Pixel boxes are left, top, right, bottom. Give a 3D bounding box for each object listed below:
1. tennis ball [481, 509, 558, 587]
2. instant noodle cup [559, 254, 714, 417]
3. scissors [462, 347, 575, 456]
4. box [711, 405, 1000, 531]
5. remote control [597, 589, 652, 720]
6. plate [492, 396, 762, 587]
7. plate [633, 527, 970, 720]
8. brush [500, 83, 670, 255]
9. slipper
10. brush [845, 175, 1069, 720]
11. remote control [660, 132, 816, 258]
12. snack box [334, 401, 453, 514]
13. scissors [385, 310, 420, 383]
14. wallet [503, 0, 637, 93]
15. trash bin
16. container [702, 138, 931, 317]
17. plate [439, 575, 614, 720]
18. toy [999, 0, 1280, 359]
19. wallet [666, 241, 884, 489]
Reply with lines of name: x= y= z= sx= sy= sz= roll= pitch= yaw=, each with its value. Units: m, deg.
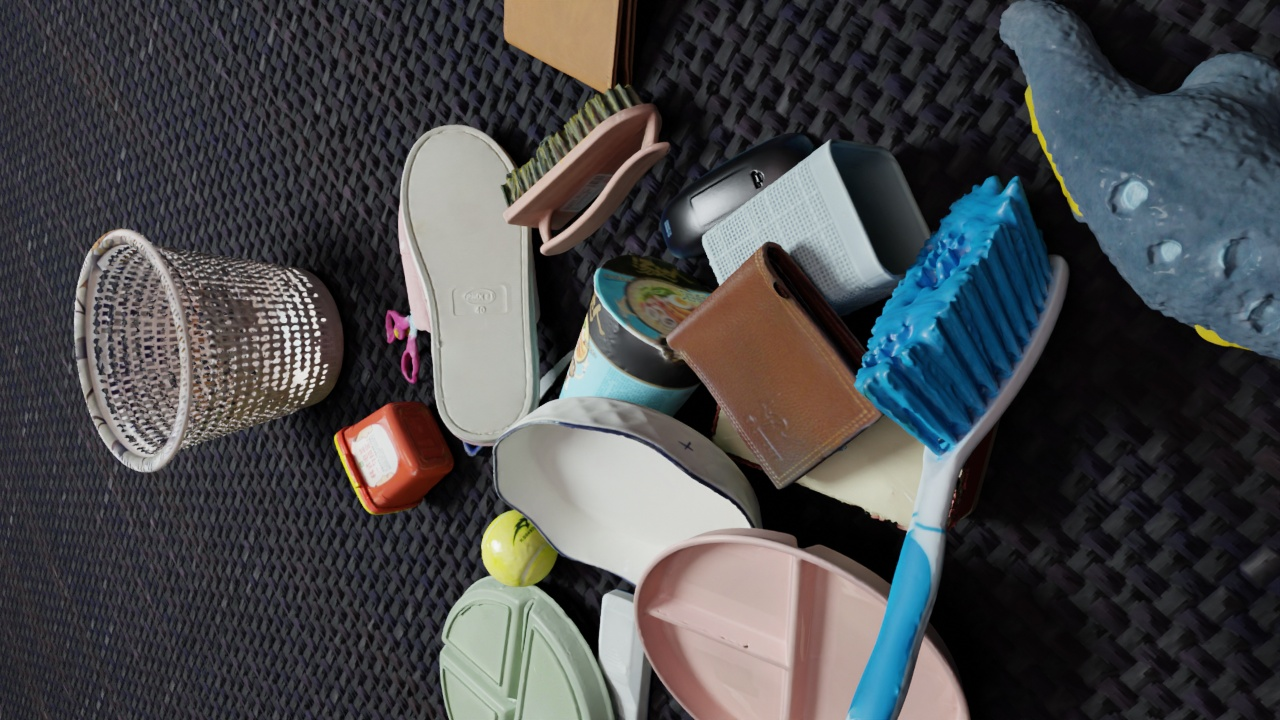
tennis ball: x=-0.102 y=0.159 z=0.780 sx=0.066 sy=0.065 sz=0.065 roll=5 pitch=98 yaw=37
instant noodle cup: x=-0.004 y=0.004 z=0.666 sx=0.111 sy=0.111 sz=0.121 roll=47 pitch=128 yaw=24
scissors: x=-0.102 y=0.048 z=0.801 sx=0.163 sy=0.012 sz=0.175 roll=-20 pitch=83 yaw=38
box: x=0.128 y=0.045 z=0.583 sx=0.168 sy=0.076 sz=0.091 roll=19 pitch=107 yaw=35
remote control: x=-0.015 y=0.252 z=0.750 sx=0.049 sy=0.024 sz=0.125 roll=12 pitch=104 yaw=37
plate: x=-0.006 y=0.097 z=0.650 sx=0.205 sy=0.045 sz=0.205 roll=17 pitch=143 yaw=13
plate: x=0.101 y=0.199 z=0.603 sx=0.230 sy=0.028 sz=0.230 roll=18 pitch=129 yaw=24
brush: x=-0.038 y=-0.143 z=0.697 sx=0.146 sy=0.063 sz=0.073 roll=-34 pitch=71 yaw=33
slipper: x=-0.138 y=-0.064 z=0.766 sx=0.114 sy=0.054 sz=0.274 roll=-10 pitch=80 yaw=-3
brush: x=0.148 y=0.044 z=0.468 sx=0.109 sy=0.313 sz=0.061 roll=44 pitch=156 yaw=-17
remote control: x=0.064 y=-0.114 z=0.646 sx=0.137 sy=0.024 sz=0.053 roll=-26 pitch=79 yaw=37
snack box: x=-0.229 y=0.089 z=0.863 sx=0.080 sy=0.081 sz=0.091 roll=-36 pitch=74 yaw=24
scissors: x=-0.208 y=-0.025 z=0.850 sx=0.138 sy=0.017 sz=0.093 roll=-24 pitch=82 yaw=55
wallet: x=-0.056 y=-0.272 z=0.698 sx=0.132 sy=0.031 sz=0.108 roll=35 pitch=139 yaw=29
trash bin: x=-0.421 y=-0.016 z=0.922 sx=0.228 sy=0.191 sz=0.227 roll=5 pitch=99 yaw=37
container: x=0.110 y=-0.069 z=0.577 sx=0.112 sy=0.089 sz=0.090 roll=-29 pitch=77 yaw=38
plate: x=-0.109 y=0.305 z=0.813 sx=0.231 sy=0.027 sz=0.230 roll=11 pitch=106 yaw=43
toy: x=0.309 y=-0.070 z=0.431 sx=0.356 sy=0.091 sz=0.138 roll=33 pitch=86 yaw=29
wallet: x=0.079 y=0.006 z=0.546 sx=0.124 sy=0.032 sz=0.101 roll=54 pitch=134 yaw=13
